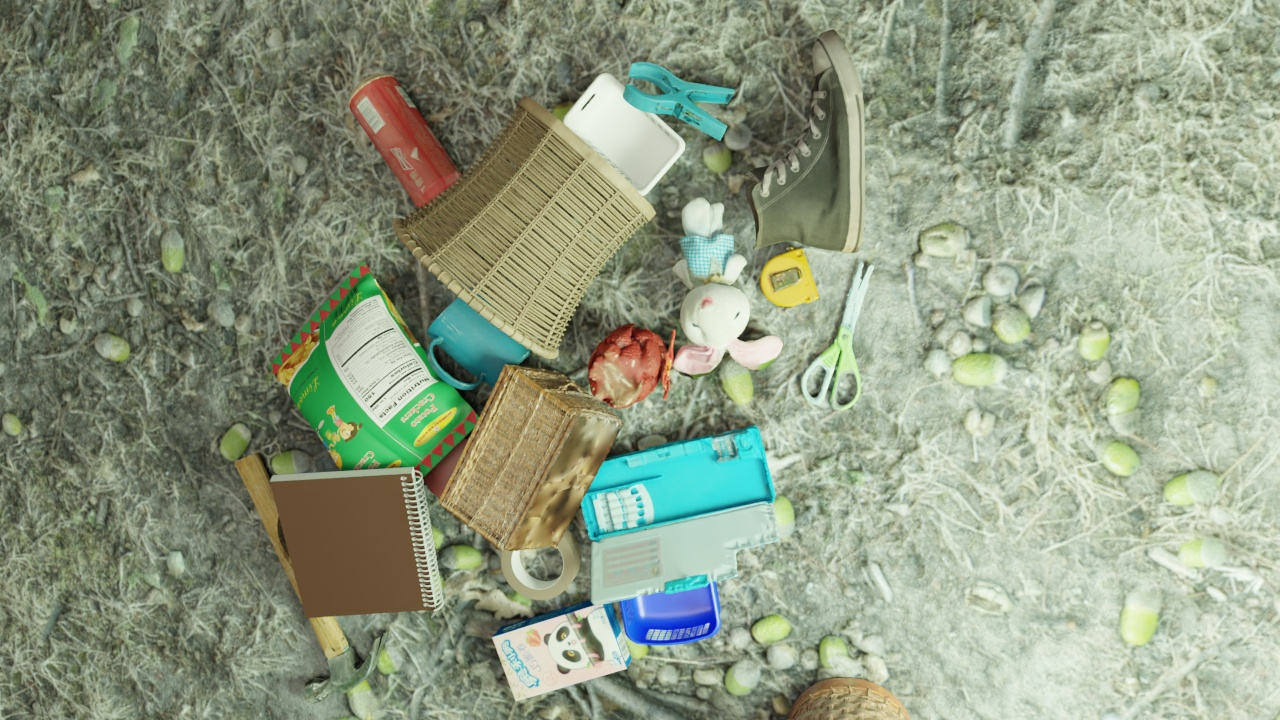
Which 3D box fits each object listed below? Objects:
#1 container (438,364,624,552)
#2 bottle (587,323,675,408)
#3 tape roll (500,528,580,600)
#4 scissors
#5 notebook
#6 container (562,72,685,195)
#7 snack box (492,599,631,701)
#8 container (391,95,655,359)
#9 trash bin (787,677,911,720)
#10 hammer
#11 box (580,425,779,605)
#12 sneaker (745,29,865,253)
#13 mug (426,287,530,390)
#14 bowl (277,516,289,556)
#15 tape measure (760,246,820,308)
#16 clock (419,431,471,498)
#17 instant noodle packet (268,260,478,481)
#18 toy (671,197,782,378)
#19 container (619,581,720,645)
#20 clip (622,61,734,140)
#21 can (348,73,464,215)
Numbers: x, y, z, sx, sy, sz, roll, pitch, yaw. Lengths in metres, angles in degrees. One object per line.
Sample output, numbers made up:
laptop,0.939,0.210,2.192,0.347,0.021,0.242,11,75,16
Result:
container,-0.123,0.114,1.053,0.113,0.113,0.198,32,99,29
bottle,-0.006,0.006,1.037,0.099,0.111,0.099,3,100,16
tape roll,-0.122,0.244,1.126,0.094,0.030,0.094,1,95,11
scissors,0.237,-0.028,1.042,0.072,0.033,0.175,18,102,12
notebook,-0.336,0.223,1.108,0.171,0.022,0.209,-3,119,-3
container,-0.016,-0.255,1.049,0.129,0.049,0.081,43,101,4
snack box,-0.098,0.354,1.131,0.154,0.033,0.088,-21,90,12
container,-0.118,-0.149,1.000,0.227,0.226,0.196,42,94,5
trash bin,0.228,0.454,0.988,0.151,0.210,0.151,1,94,11
hammer,-0.440,0.274,1.192,0.132,0.033,0.330,-26,90,14
box,0.044,0.181,1.068,0.227,0.074,0.180,-14,68,12
sneaker,0.175,-0.233,0.991,0.120,0.095,0.235,-2,104,2
mug,-0.196,-0.015,1.081,0.104,0.111,0.085,45,144,-3
bowl,-0.388,0.202,1.158,0.121,0.056,0.121,-1,97,-5
tape measure,0.165,-0.092,1.040,0.059,0.030,0.068,-19,91,10
clock,-0.231,0.125,1.129,0.124,0.044,0.087,27,100,7
instant noodle packet,-0.328,0.038,1.112,0.196,0.090,0.252,-43,75,16
toy,0.085,-0.080,1.020,0.131,0.105,0.205,-6,96,8
container,0.037,0.280,1.085,0.114,0.058,0.096,-10,93,12
clip,0.038,-0.278,1.010,0.127,0.028,0.113,25,58,-3
can,-0.276,-0.256,1.090,0.067,0.067,0.170,-35,88,12
